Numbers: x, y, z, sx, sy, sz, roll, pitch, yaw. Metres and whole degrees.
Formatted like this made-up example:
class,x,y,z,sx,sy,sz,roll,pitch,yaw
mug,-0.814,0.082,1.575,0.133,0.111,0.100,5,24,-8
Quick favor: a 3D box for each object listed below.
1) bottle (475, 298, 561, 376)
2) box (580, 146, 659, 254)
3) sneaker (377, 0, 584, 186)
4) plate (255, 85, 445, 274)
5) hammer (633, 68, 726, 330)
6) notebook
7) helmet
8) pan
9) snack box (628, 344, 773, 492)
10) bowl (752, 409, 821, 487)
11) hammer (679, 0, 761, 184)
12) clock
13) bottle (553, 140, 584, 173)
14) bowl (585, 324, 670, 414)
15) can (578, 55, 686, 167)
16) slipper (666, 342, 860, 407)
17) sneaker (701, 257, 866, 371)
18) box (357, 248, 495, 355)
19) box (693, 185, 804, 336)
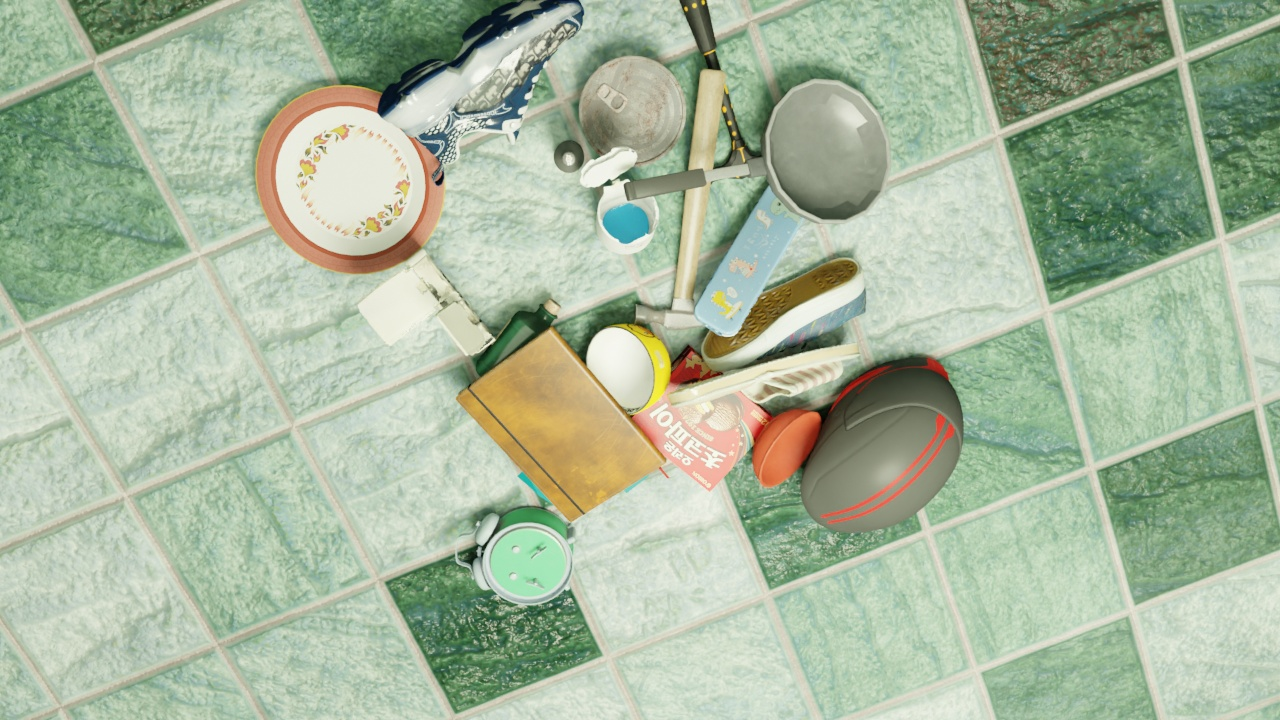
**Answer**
class,x,y,z,sx,sy,sz,roll,pitch,yaw
bottle,-0.150,-0.025,1.186,0.061,0.061,0.131,38,100,-15
box,-0.024,-0.188,1.104,0.084,0.162,0.112,-19,92,-4
sneaker,-0.170,-0.326,1.096,0.269,0.103,0.132,-35,125,-2
plate,-0.358,-0.222,1.140,0.230,0.021,0.230,-1,105,-3
hammer,0.068,-0.195,1.160,0.119,0.030,0.332,4,109,-7
notebook,-0.102,0.098,1.183,0.179,0.014,0.249,-34,108,18
helmet,0.323,0.119,1.200,0.164,0.169,0.265,42,99,-13
pan,0.143,-0.233,1.103,0.356,0.041,0.178,-15,94,-20
snack box,0.079,0.079,1.242,0.152,0.035,0.133,39,99,-13
bowl,0.190,0.112,1.235,0.121,0.035,0.122,-31,141,-29
hammer,0.087,-0.379,1.121,0.123,0.036,0.321,-19,108,1
clock,-0.172,0.267,1.258,0.161,0.075,0.122,6,105,-4
bottle,-0.086,-0.245,1.105,0.036,0.109,0.036,-1,105,-4
bowl,-0.007,0.007,1.191,0.117,0.067,0.117,12,109,38
can,-0.011,-0.305,1.127,0.130,0.044,0.130,-1,105,-3
slipper,0.162,0.028,1.171,0.262,0.115,0.052,-14,89,-17
sneaker,0.191,-0.047,1.203,0.235,0.087,0.079,-30,127,1
box,-0.253,-0.056,1.111,0.095,0.185,0.145,-36,98,14
box,0.142,-0.129,1.156,0.066,0.049,0.209,33,84,-12
